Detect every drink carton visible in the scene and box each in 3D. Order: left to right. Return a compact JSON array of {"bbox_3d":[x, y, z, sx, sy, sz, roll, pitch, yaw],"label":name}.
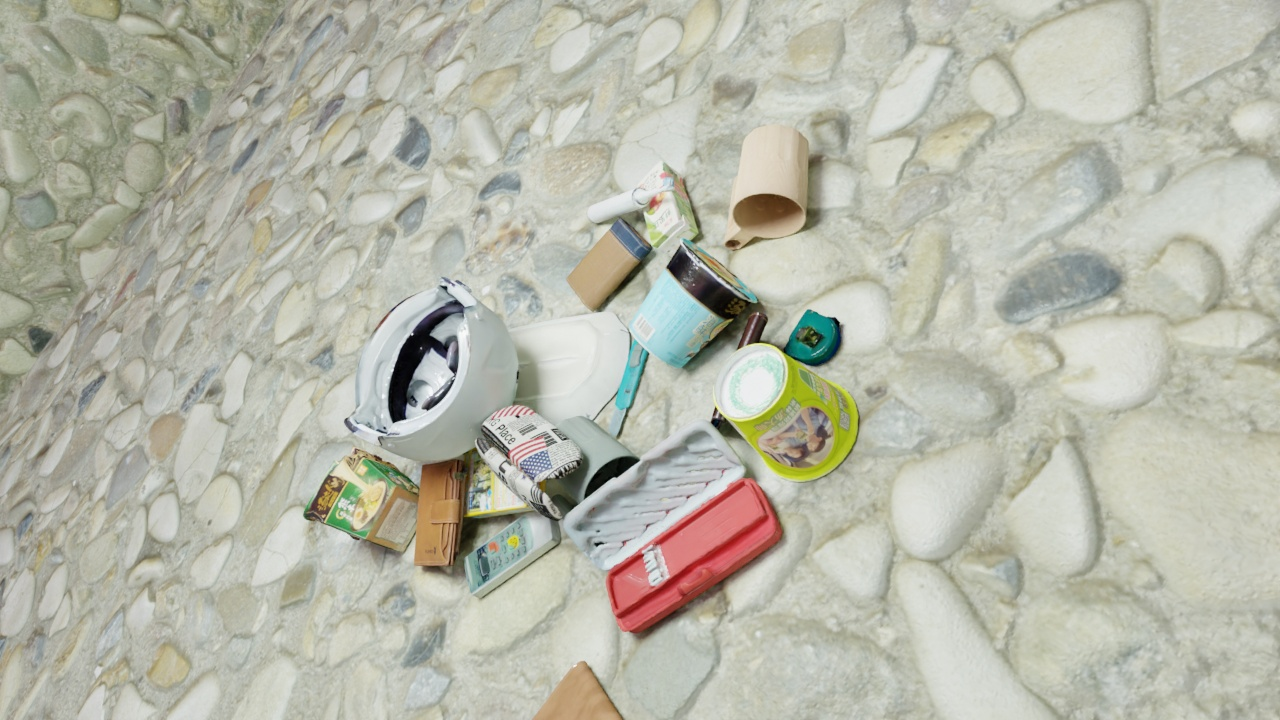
[{"bbox_3d":[0.035,-0.193,1.176,0.054,0.045,0.122,-41,43,29],"label":"drink carton"}]

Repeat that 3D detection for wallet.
[{"bbox_3d":[-0.248,0.191,1.149,0.119,0.035,0.130,-20,64,55],"label":"wallet"},{"bbox_3d":[-0.069,0.380,0.926,0.115,0.020,0.101,-51,45,6],"label":"wallet"},{"bbox_3d":[-0.042,-0.127,1.211,0.115,0.033,0.090,-47,41,8],"label":"wallet"},{"bbox_3d":[0.100,0.016,0.967,0.020,0.096,0.122,23,77,7],"label":"wallet"}]

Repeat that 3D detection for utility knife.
[{"bbox_3d":[-0.007,0.006,1.110,0.029,0.013,0.184,1,65,39],"label":"utility knife"}]

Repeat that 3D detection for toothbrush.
[{"bbox_3d":[-0.013,-0.206,1.183,0.221,0.026,0.026,-2,89,62],"label":"toothbrush"}]

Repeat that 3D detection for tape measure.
[{"bbox_3d":[0.182,-0.023,0.963,0.054,0.025,0.058,27,84,47],"label":"tape measure"}]

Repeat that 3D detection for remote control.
[{"bbox_3d":[-0.154,0.225,1.091,0.135,0.019,0.056,-37,46,16],"label":"remote control"}]

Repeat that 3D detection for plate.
[{"bbox_3d":[-0.130,0.010,1.194,0.266,0.034,0.161,-6,61,38],"label":"plate"}]

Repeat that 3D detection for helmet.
[{"bbox_3d":[-0.244,0.025,1.151,0.259,0.146,0.229,18,76,55],"label":"helmet"}]

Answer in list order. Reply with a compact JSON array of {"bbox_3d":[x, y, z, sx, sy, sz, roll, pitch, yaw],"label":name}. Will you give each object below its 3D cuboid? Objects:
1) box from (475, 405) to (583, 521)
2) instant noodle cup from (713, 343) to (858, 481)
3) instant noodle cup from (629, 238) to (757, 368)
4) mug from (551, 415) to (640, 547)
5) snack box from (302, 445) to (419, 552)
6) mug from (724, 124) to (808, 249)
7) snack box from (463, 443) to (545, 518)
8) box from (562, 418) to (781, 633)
[{"bbox_3d":[-0.121,0.107,1.018,0.086,0.075,0.162,-46,38,-10],"label":"box"},{"bbox_3d":[0.135,0.044,0.889,0.112,0.123,0.111,-21,52,29],"label":"instant noodle cup"},{"bbox_3d":[0.053,-0.058,1.045,0.121,0.111,0.111,-51,43,15],"label":"instant noodle cup"},{"bbox_3d":[-0.059,0.137,1.035,0.103,0.083,0.124,37,115,47],"label":"mug"},{"bbox_3d":[-0.353,0.194,1.219,0.106,0.118,0.117,22,79,35],"label":"snack box"},{"bbox_3d":[0.143,-0.200,1.077,0.125,0.084,0.103,-36,38,54],"label":"mug"},{"bbox_3d":[-0.167,0.143,1.115,0.141,0.033,0.086,-16,68,43],"label":"snack box"},{"bbox_3d":[0.031,0.170,0.940,0.201,0.069,0.157,-38,71,16],"label":"box"}]
